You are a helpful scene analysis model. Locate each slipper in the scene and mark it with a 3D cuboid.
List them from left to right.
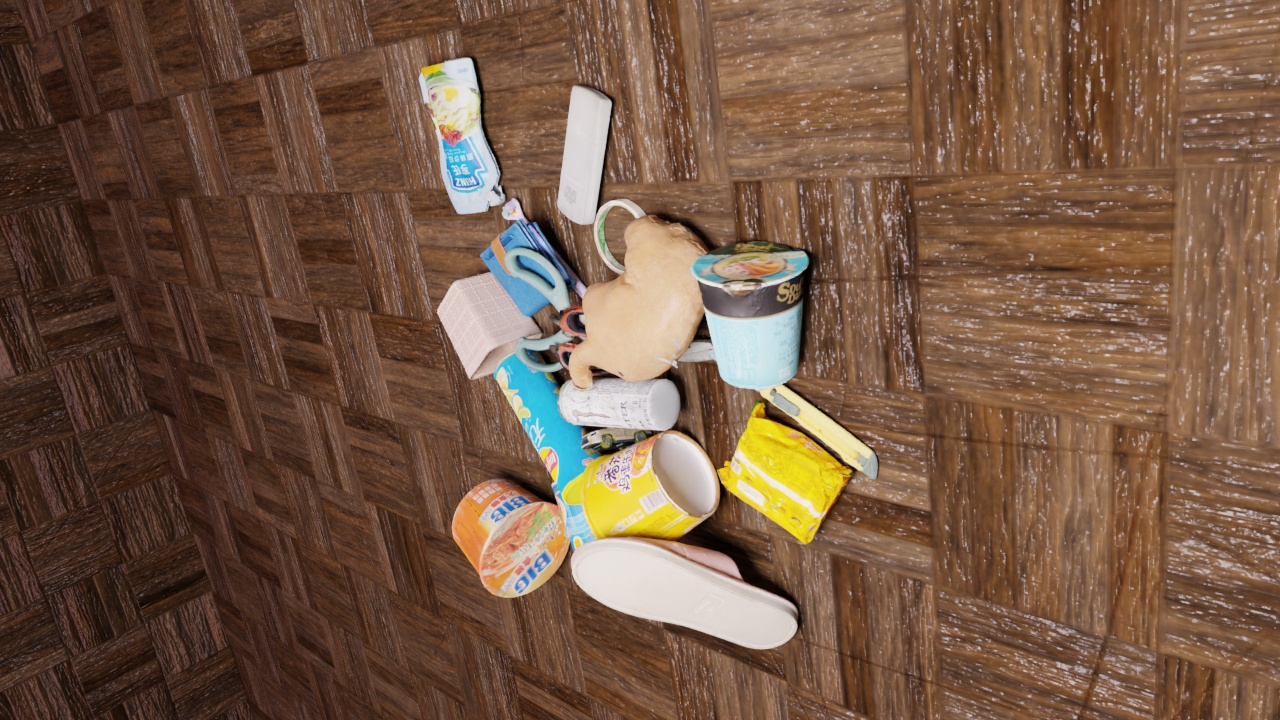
[{"bbox_3d":[0.053,0.254,1.034,0.274,0.054,0.114,21,125,-12],"label":"slipper"}]

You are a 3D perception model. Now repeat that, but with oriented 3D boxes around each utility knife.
[{"bbox_3d":[0.156,0.047,0.944,0.219,0.022,0.031,40,124,28],"label":"utility knife"}]

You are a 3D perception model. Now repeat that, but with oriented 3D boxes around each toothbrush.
[{"bbox_3d":[-0.107,-0.127,1.133,0.189,0.021,0.029,49,118,15],"label":"toothbrush"}]

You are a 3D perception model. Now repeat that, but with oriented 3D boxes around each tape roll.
[{"bbox_3d":[-0.019,-0.139,1.039,0.086,0.013,0.086,23,124,38],"label":"tape roll"}]

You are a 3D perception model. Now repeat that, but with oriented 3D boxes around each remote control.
[{"bbox_3d":[-0.063,-0.229,1.030,0.058,0.021,0.150,40,132,39],"label":"remote control"}]

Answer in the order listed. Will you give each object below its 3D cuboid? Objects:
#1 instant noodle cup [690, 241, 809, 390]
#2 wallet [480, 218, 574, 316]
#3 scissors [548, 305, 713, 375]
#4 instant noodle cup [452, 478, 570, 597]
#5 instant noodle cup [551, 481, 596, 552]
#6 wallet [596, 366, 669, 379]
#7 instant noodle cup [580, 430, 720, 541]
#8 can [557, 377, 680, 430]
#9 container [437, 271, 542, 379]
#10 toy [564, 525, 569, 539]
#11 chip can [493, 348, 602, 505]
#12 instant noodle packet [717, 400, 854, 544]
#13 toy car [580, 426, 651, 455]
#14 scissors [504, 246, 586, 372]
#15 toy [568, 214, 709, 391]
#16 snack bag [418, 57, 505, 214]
[{"bbox_3d":[0.110,-0.040,0.892,0.111,0.111,0.120,18,127,40],"label":"instant noodle cup"},{"bbox_3d":[-0.143,-0.114,1.143,0.106,0.040,0.133,55,150,-7],"label":"wallet"},{"bbox_3d":[-0.010,-0.026,1.037,0.193,0.015,0.207,47,128,-1],"label":"scissors"},{"bbox_3d":[-0.191,0.246,1.314,0.111,0.151,0.151,29,128,45],"label":"instant noodle cup"},{"bbox_3d":[-0.062,0.196,1.195,0.099,0.099,0.110,-42,69,48],"label":"instant noodle cup"},{"bbox_3d":[-0.006,0.006,1.086,0.101,0.032,0.125,16,120,38],"label":"wallet"},{"bbox_3d":[0.016,0.150,1.057,0.110,0.137,0.138,-36,82,36],"label":"instant noodle cup"},{"bbox_3d":[-0.026,0.049,1.061,0.147,0.058,0.058,0,109,40],"label":"can"},{"bbox_3d":[-0.205,-0.050,1.223,0.111,0.090,0.090,58,139,13],"label":"container"},{"bbox_3d":[-0.080,0.230,1.273,0.096,0.030,0.092,36,137,19],"label":"toy"},{"bbox_3d":[-0.113,0.080,1.169,0.210,0.071,0.071,56,140,29],"label":"chip can"},{"bbox_3d":[0.149,0.118,0.966,0.128,0.044,0.111,37,125,24],"label":"instant noodle packet"},{"bbox_3d":[-0.031,0.092,1.107,0.042,0.090,0.035,-33,68,48],"label":"toy car"},{"bbox_3d":[-0.116,-0.047,1.115,0.170,0.019,0.180,43,133,5],"label":"scissors"},{"bbox_3d":[-0.006,-0.042,0.977,0.143,0.082,0.226,48,113,36],"label":"toy"},{"bbox_3d":[-0.228,-0.282,1.173,0.110,0.038,0.191,1,110,34],"label":"snack bag"}]
